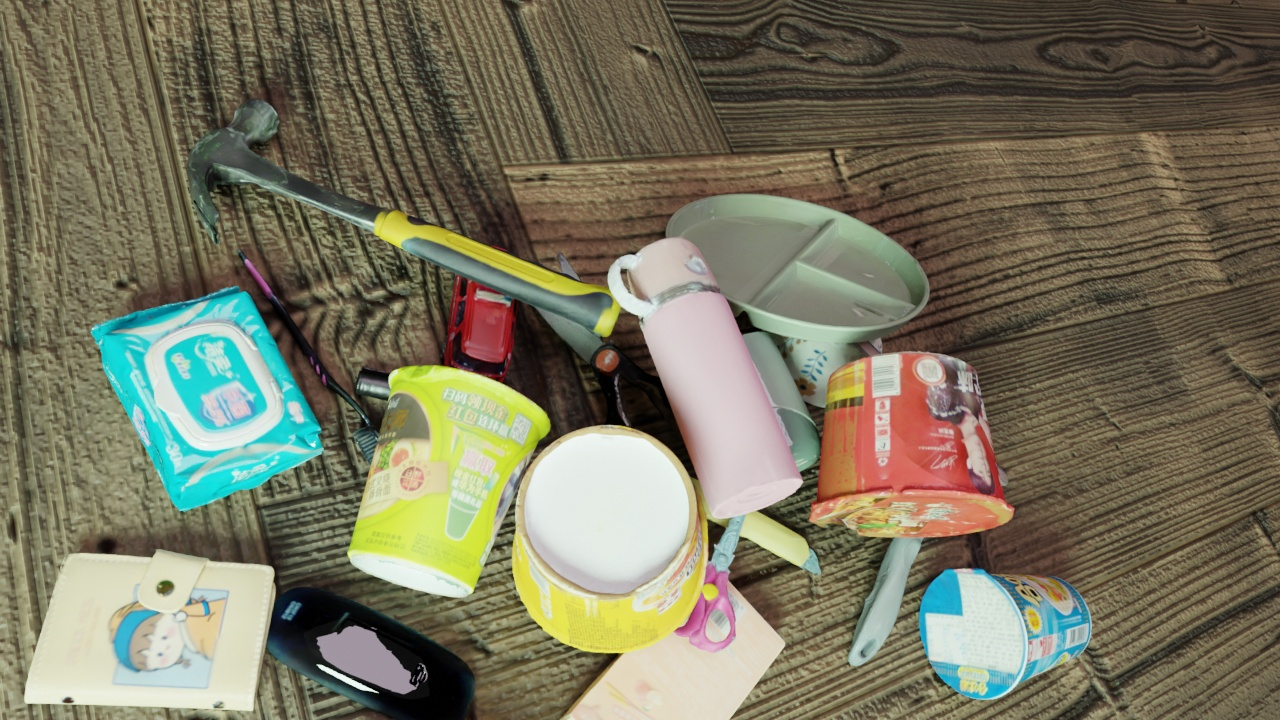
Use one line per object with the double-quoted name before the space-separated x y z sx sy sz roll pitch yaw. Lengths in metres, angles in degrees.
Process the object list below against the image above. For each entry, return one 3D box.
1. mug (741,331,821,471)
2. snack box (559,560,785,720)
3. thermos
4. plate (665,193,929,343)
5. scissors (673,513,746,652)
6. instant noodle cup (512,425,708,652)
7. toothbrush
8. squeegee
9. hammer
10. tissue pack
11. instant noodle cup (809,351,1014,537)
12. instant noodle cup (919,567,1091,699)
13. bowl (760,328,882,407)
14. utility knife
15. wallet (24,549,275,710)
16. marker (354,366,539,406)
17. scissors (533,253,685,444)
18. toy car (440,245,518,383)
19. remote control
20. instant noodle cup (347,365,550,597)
"mug" 0.095 0.043 0.735 0.111 0.082 0.106 7 55 -59
"snack box" 0.026 0.220 0.630 0.084 0.026 0.156 47 54 5
"thermos" 0.039 0.008 0.639 0.087 0.067 0.198 -2 62 -40
"plate" 0.133 -0.083 0.791 0.230 0.028 0.229 8 34 -5
"scissors" 0.057 0.146 0.660 0.056 0.017 0.133 23 49 7
"instant noodle cup" -0.021 0.110 0.590 0.138 0.110 0.137 0 64 0
"toothbrush" -0.230 -0.002 0.635 0.017 0.014 0.189 -34 81 -26
"squeegee" 0.218 0.130 0.746 0.247 0.040 0.249 39 61 -25
"hammer" -0.167 -0.089 0.661 0.323 0.032 0.125 22 48 -2
"tissue pack" -0.271 0.020 0.579 0.093 0.050 0.133 -26 77 -33
"instant noodle cup" 0.193 0.062 0.664 0.137 0.138 0.108 12 67 -20
"instant noodle cup" 0.298 0.211 0.732 0.109 0.099 0.099 3 62 -32
"bowl" 0.170 -0.020 0.811 0.113 0.062 0.113 12 60 -21
"utility knife" 0.076 0.124 0.713 0.166 0.018 0.030 27 59 -9
"wallet" -0.273 0.152 0.523 0.115 0.024 0.087 8 63 -15
"marker" -0.137 0.028 0.661 0.132 0.020 0.022 13 36 -18
"scissors" -0.024 0.023 0.698 0.229 0.021 0.189 22 82 17
"toy car" -0.116 -0.037 0.691 0.053 0.045 0.120 13 57 -21
"remote control" -0.163 0.181 0.560 0.136 0.024 0.053 29 55 -9
"instant noodle cup" -0.127 0.082 0.587 0.111 0.112 0.123 22 63 -14
